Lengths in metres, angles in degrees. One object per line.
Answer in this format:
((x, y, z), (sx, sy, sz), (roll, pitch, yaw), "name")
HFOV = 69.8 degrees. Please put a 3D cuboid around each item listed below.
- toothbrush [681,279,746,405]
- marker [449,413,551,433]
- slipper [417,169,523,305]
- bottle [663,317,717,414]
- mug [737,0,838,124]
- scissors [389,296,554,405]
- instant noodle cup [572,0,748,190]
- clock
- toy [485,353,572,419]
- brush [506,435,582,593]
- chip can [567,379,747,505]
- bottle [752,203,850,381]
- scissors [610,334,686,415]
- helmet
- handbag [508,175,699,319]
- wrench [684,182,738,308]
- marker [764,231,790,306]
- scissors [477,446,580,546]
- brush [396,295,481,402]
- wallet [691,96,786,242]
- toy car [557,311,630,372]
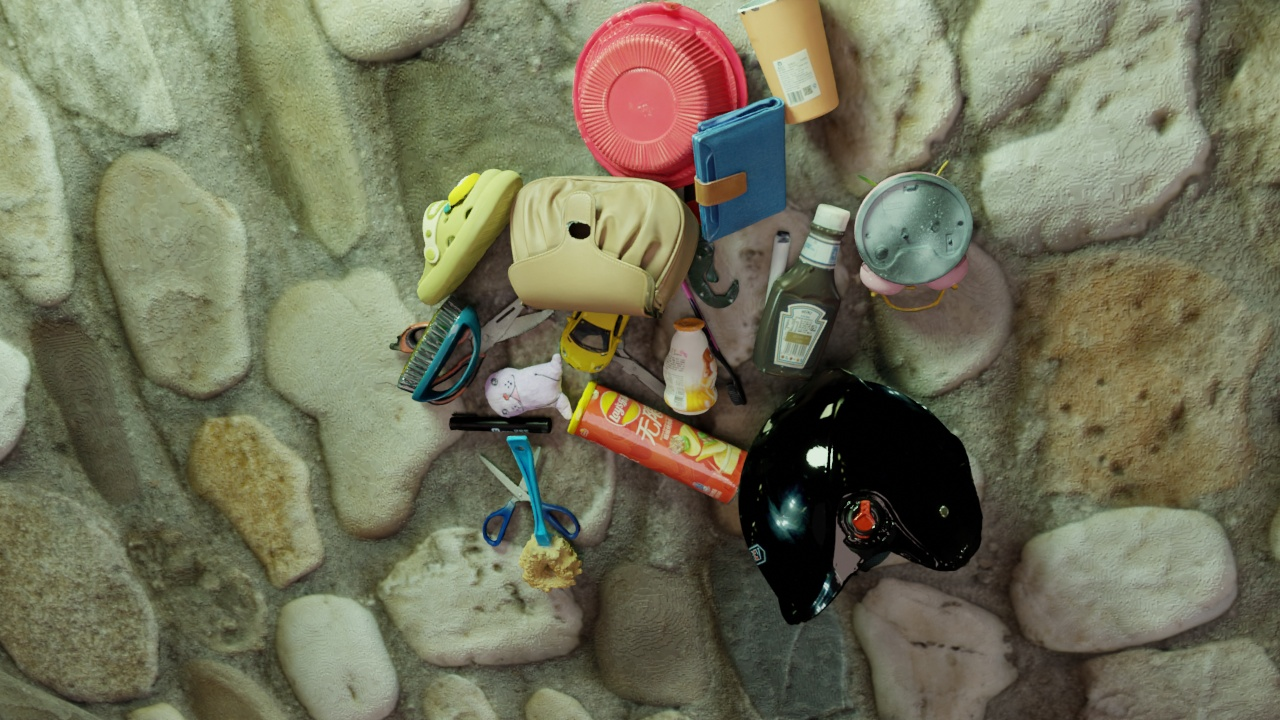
((0.079, -0.026, 1.073), (0.018, 0.014, 0.189), (-19, 108, 29), "toothbrush")
((-0.177, 0.080, 1.158), (0.132, 0.020, 0.022), (1, 83, 10), "marker")
((-0.209, -0.146, 1.033), (0.081, 0.091, 0.191), (38, 117, -4), "slipper")
((0.057, 0.006, 1.062), (0.063, 0.063, 0.108), (1, 113, 9), "bottle")
((0.153, -0.304, 0.913), (0.078, 0.078, 0.123), (-17, 113, 16), "mug")
((-0.210, -0.025, 1.121), (0.215, 0.015, 0.196), (14, 114, 4), "scissors")
((0.010, -0.265, 0.944), (0.194, 0.065, 0.194), (7, 115, 15), "instant noodle cup")
((0.287, -0.125, 0.972), (0.117, 0.059, 0.158), (-7, 110, 11), "clock")
((-0.139, 0.038, 1.122), (0.108, 0.038, 0.084), (-9, 104, 12), "toy")
((-0.130, 0.198, 1.165), (0.083, 0.045, 0.255), (-2, 121, 13), "brush")
((0.023, 0.098, 1.104), (0.216, 0.073, 0.073), (25, 114, -3), "chip can")
((0.184, -0.074, 1.014), (0.079, 0.044, 0.195), (9, 110, -16), "bottle")
((-0.016, 0.013, 1.107), (0.137, 0.014, 0.175), (-13, 111, 13), "scissors")
((0.217, 0.146, 0.996), (0.274, 0.234, 0.230), (-41, 85, -16), "helmet")
((-0.047, -0.123, 0.976), (0.205, 0.099, 0.147), (5, 86, 22), "handbag")
((0.068, -0.187, 1.006), (0.056, 0.016, 0.274), (-4, 112, 11), "wrench")
((0.150, -0.081, 1.034), (0.018, 0.022, 0.131), (27, 123, 40), "marker")
((-0.151, 0.185, 1.200), (0.162, 0.012, 0.173), (25, 114, -1), "scissors")
((-0.233, -0.005, 1.094), (0.073, 0.055, 0.144), (34, 113, -4), "brush")
((0.103, -0.194, 0.942), (0.106, 0.040, 0.133), (-24, 137, -13), "wallet")
((-0.042, -0.057, 1.054), (0.071, 0.041, 0.156), (25, 101, -1), "toy car")
